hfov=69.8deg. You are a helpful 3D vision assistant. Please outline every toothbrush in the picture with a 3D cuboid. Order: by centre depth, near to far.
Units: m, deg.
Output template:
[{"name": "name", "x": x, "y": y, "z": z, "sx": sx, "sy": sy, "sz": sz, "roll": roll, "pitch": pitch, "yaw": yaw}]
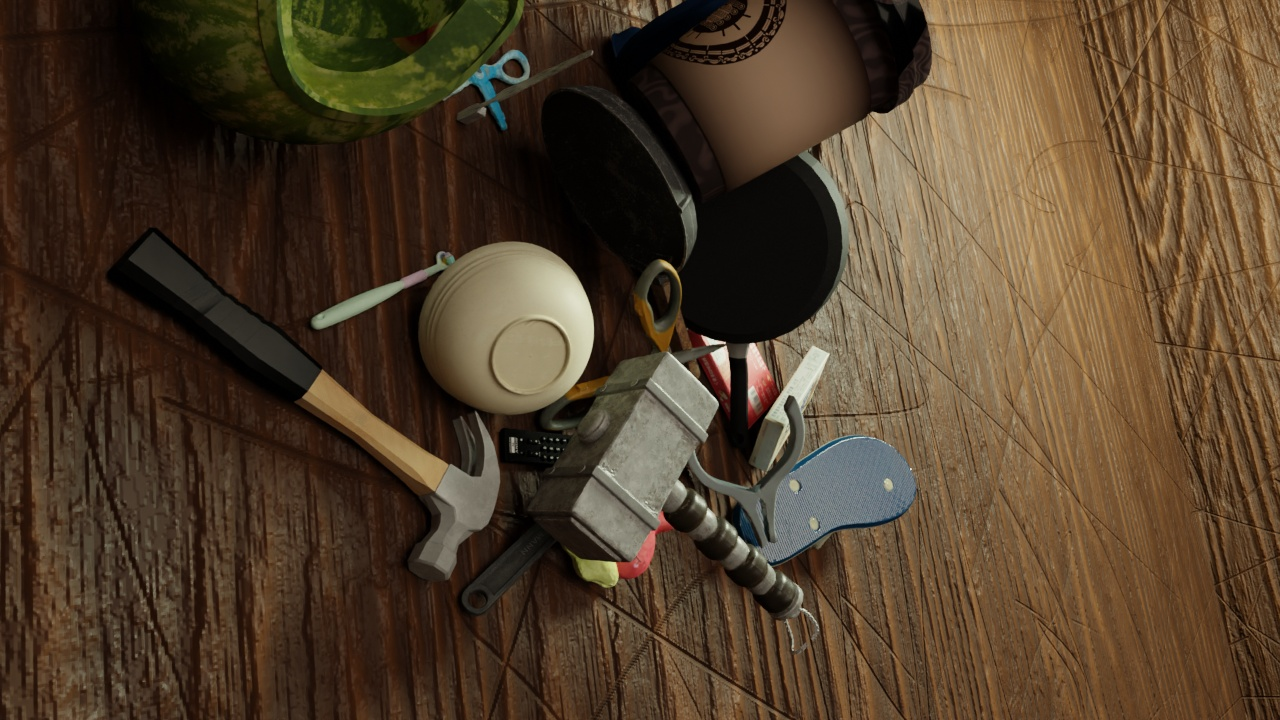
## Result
[{"name": "toothbrush", "x": -0.209, "y": -0.058, "z": 0.760, "sx": 0.022, "sy": 0.015, "sz": 0.154, "roll": 38, "pitch": 42, "yaw": 14}, {"name": "toothbrush", "x": -0.103, "y": -0.239, "z": 0.808, "sx": 0.010, "sy": 0.182, "sz": 0.010, "roll": 18, "pitch": 70, "yaw": -45}]

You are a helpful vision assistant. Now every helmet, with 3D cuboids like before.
[{"name": "helmet", "x": -0.234, "y": -0.270, "z": 0.641, "sx": 0.243, "sy": 0.247, "sz": 0.213, "roll": -48, "pitch": 141, "yaw": 0}, {"name": "helmet", "x": 0.093, "y": -0.318, "z": 0.990, "sx": 0.272, "sy": 0.233, "sz": 0.223, "roll": 19, "pitch": 50, "yaw": -67}]

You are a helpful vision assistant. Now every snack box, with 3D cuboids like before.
[{"name": "snack box", "x": 0.109, "y": 0.005, "z": 1.066, "sx": 0.089, "sy": 0.021, "sz": 0.133, "roll": -39, "pitch": 106, "yaw": -46}, {"name": "snack box", "x": 0.176, "y": 0.055, "z": 1.080, "sx": 0.026, "sy": 0.082, "sz": 0.149, "roll": 26, "pitch": 45, "yaw": 15}]

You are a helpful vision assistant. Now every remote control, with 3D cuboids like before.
[{"name": "remote control", "x": -0.073, "y": 0.084, "z": 0.859, "sx": 0.140, "sy": 0.009, "sz": 0.030, "roll": 11, "pitch": 69, "yaw": -44}]

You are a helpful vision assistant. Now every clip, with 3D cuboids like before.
[{"name": "clip", "x": 0.119, "y": 0.099, "z": 0.983, "sx": 0.164, "sy": 0.032, "sz": 0.165, "roll": 33, "pitch": 90, "yaw": -9}]

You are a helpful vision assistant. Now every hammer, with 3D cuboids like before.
[{"name": "hammer", "x": -0.237, "y": 0.028, "z": 0.687, "sx": 0.328, "sy": 0.039, "sz": 0.130, "roll": 44, "pitch": 48, "yaw": -27}, {"name": "hammer", "x": 0.063, "y": 0.156, "z": 0.835, "sx": 0.326, "sy": 0.080, "sz": 0.176, "roll": 45, "pitch": 60, "yaw": -23}]

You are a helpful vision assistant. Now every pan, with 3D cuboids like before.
[{"name": "pan", "x": 0.008, "y": -0.113, "z": 0.909, "sx": 0.040, "sy": 0.208, "sz": 0.357, "roll": -40, "pitch": 130, "yaw": -19}, {"name": "pan", "x": 0.102, "y": -0.062, "z": 0.971, "sx": 0.034, "sy": 0.226, "sz": 0.357, "roll": -46, "pitch": 138, "yaw": -61}]

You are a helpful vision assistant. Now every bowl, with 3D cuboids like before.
[{"name": "bowl", "x": -0.101, "y": -0.016, "z": 0.758, "sx": 0.150, "sy": 0.075, "sz": 0.151, "roll": -10, "pitch": 115, "yaw": -21}]

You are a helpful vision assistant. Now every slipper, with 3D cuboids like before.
[{"name": "slipper", "x": 0.213, "y": 0.166, "z": 1.099, "sx": 0.294, "sy": 0.060, "sz": 0.118, "roll": -16, "pitch": 84, "yaw": -34}]

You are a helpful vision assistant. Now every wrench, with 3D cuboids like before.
[{"name": "wrench", "x": -0.059, "y": 0.130, "z": 0.824, "sx": 0.073, "sy": 0.018, "sz": 0.272, "roll": 38, "pitch": 52, "yaw": 13}]

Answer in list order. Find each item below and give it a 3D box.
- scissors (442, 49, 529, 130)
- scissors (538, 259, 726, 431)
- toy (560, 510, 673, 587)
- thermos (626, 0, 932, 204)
[{"name": "scissors", "x": -0.162, "y": -0.290, "z": 0.891, "sx": 0.140, "sy": 0.011, "sz": 0.133, "roll": 55, "pitch": 47, "yaw": -19}, {"name": "scissors", "x": -0.004, "y": 0.005, "z": 0.877, "sx": 0.229, "sy": 0.016, "sz": 0.226, "roll": -32, "pitch": 143, "yaw": -17}, {"name": "toy", "x": -0.018, "y": 0.159, "z": 0.864, "sx": 0.134, "sy": 0.045, "sz": 0.091, "roll": -22, "pitch": 89, "yaw": -41}, {"name": "thermos", "x": 0.116, "y": -0.255, "z": 0.822, "sx": 0.172, "sy": 0.226, "sz": 0.172, "roll": 57, "pitch": 0, "yaw": -1}]
